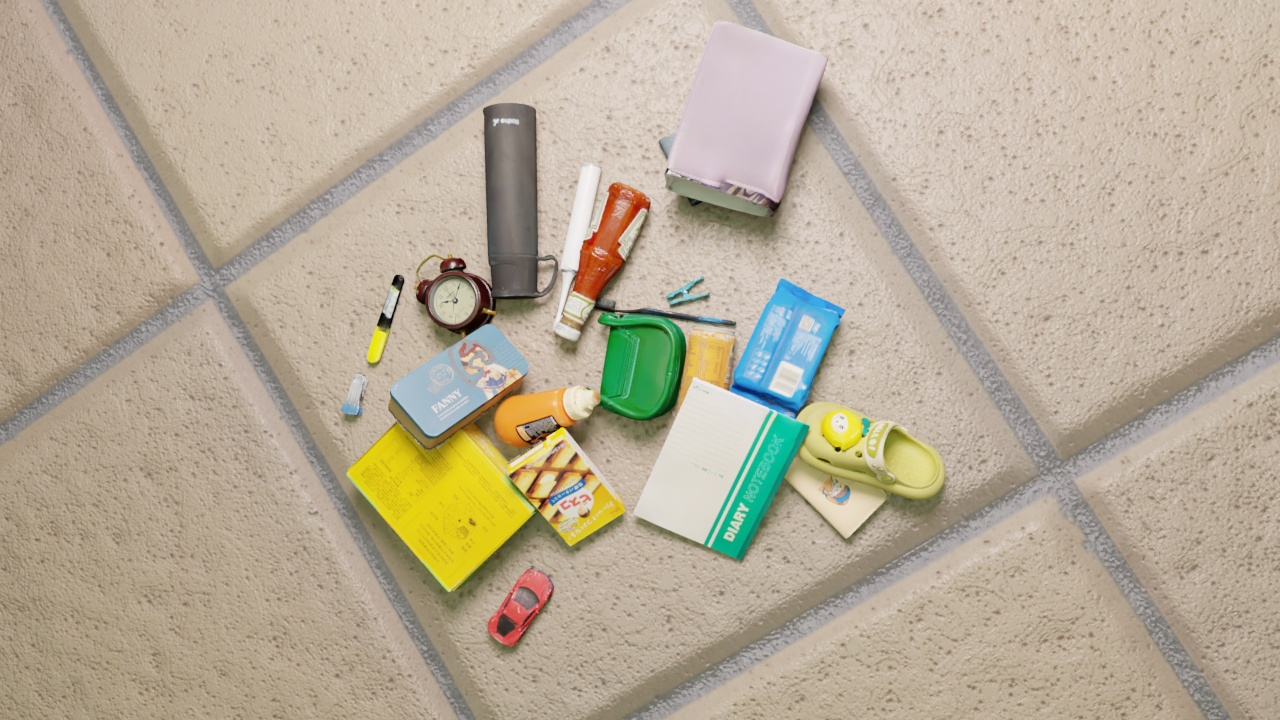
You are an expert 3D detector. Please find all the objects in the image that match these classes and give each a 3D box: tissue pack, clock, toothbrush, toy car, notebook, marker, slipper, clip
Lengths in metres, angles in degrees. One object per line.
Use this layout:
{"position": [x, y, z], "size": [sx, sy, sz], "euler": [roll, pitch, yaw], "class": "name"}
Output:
{"position": [0.179, -0.014, 1.127], "size": [0.095, 0.052, 0.157], "euler": [24, 94, 6], "class": "tissue pack"}
{"position": [-0.243, -0.085, 1.193], "size": [0.082, 0.055, 0.122], "euler": [-42, 82, 7], "class": "clock"}
{"position": [0.029, -0.062, 1.171], "size": [0.189, 0.014, 0.016], "euler": [8, 74, 9], "class": "toothbrush"}
{"position": [-0.156, 0.320, 1.191], "size": [0.049, 0.031, 0.106], "euler": [37, 93, 6], "class": "toy car"}
{"position": [0.095, 0.135, 1.115], "size": [0.150, 0.012, 0.209], "euler": [23, 116, 2], "class": "notebook"}
{"position": [-0.341, -0.056, 1.231], "size": [0.018, 0.015, 0.124], "euler": [18, 90, 8], "class": "marker"}
{"position": [0.278, 0.099, 1.087], "size": [0.190, 0.082, 0.091], "euler": [22, 60, 2], "class": "slipper"}
{"position": [-0.382, 0.045, 1.235], "size": [0.027, 0.045, 0.058], "euler": [11, 86, 10], "class": "clip"}
{"position": [0.059, -0.086, 1.166], "size": [0.056, 0.013, 0.039], "euler": [-20, 86, 7], "class": "clip"}
{"position": [-0.085, -0.144, 1.182], "size": [0.026, 0.027, 0.221], "euler": [12, 91, -16], "class": "toothbrush"}

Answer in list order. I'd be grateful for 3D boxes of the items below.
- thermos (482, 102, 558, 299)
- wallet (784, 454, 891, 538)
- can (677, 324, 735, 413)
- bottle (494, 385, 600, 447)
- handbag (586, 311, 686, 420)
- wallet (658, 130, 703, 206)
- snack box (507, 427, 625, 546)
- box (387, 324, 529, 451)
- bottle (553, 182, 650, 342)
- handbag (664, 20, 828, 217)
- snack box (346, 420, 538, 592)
{"position": [-0.154, -0.201, 1.179], "size": [0.090, 0.068, 0.242], "euler": [-2, 91, -8], "class": "thermos"}
{"position": [0.243, 0.149, 1.131], "size": [0.115, 0.024, 0.087], "euler": [45, 93, 10], "class": "wallet"}
{"position": [0.080, 0.031, 1.139], "size": [0.058, 0.058, 0.146], "euler": [9, 91, 9], "class": "can"}
{"position": [-0.113, 0.064, 1.146], "size": [0.150, 0.066, 0.066], "euler": [-18, 87, 31], "class": "bottle"}
{"position": [-0.007, 0.007, 1.148], "size": [0.120, 0.068, 0.131], "euler": [10, 92, 15], "class": "handbag"}
{"position": [0.096, -0.264, 1.159], "size": [0.121, 0.019, 0.097], "euler": [-27, 85, 6], "class": "wallet"}
{"position": [-0.092, 0.159, 1.147], "size": [0.087, 0.033, 0.140], "euler": [-32, 119, 7], "class": "snack box"}
{"position": [-0.230, 0.035, 1.139], "size": [0.090, 0.060, 0.183], "euler": [46, 53, 6], "class": "box"}
{"position": [-0.053, -0.122, 1.158], "size": [0.060, 0.059, 0.206], "euler": [25, 92, 8], "class": "bottle"}
{"position": [0.124, -0.284, 1.099], "size": [0.145, 0.098, 0.197], "euler": [18, 87, 8], "class": "handbag"}
{"position": [-0.250, 0.167, 1.186], "size": [0.158, 0.070, 0.210], "euler": [-44, 84, 6], "class": "snack box"}
